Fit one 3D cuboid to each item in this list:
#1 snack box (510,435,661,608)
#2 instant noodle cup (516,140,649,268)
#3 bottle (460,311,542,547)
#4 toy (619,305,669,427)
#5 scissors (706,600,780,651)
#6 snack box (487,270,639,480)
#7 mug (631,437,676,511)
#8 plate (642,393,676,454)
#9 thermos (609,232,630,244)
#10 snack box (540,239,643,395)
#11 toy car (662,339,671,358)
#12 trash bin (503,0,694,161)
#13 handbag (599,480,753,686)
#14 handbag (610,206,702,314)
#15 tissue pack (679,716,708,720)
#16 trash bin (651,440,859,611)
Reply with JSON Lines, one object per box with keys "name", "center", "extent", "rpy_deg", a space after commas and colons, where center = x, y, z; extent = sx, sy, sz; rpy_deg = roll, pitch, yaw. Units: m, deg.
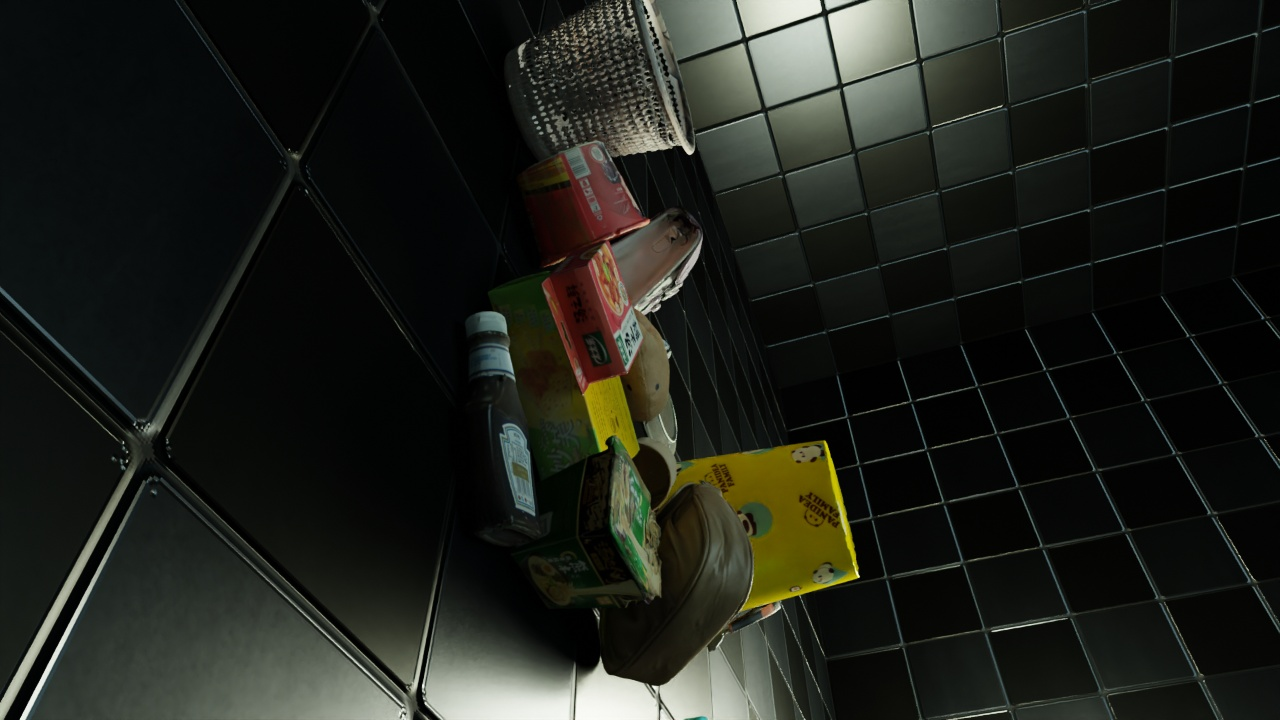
{"name": "snack box", "center": [-0.050, 0.153, 0.807], "extent": [0.118, 0.106, 0.117], "rpy_deg": [-89, 158, -54]}
{"name": "instant noodle cup", "center": [-0.071, -0.182, 1.054], "extent": [0.137, 0.138, 0.108], "rpy_deg": [-47, 115, -75]}
{"name": "bottle", "center": [-0.120, 0.052, 0.760], "extent": [0.080, 0.044, 0.194], "rpy_deg": [50, 27, -63]}
{"name": "toy", "center": [-0.006, 0.006, 1.075], "extent": [0.226, 0.082, 0.143], "rpy_deg": [165, -96, -79]}
{"name": "scissors", "center": [0.104, 0.352, 1.195], "extent": [0.227, 0.189, 0.015], "rpy_deg": [122, -51, -77]}
{"name": "snack box", "center": [-0.073, 0.017, 0.940], "extent": [0.157, 0.070, 0.210], "rpy_deg": [-26, 101, -77]}
{"name": "mug", "center": [-0.012, 0.118, 1.086], "extent": [0.124, 0.084, 0.103], "rpy_deg": [53, 6, 5]}
{"name": "plate", "center": [0.029, 0.074, 1.429], "extent": [0.179, 0.024, 0.179], "rpy_deg": [-14, 89, -78]}
{"name": "thermos", "center": [-0.059, -0.211, 1.235], "extent": [0.143, 0.093, 0.093], "rpy_deg": [-101, 169, -50]}
{"name": "snack box", "center": [-0.042, -0.045, 0.880], "extent": [0.127, 0.044, 0.113], "rpy_deg": [-67, 140, -68]}
{"name": "toy car", "center": [0.012, 0.008, 1.318], "extent": [0.034, 0.043, 0.091], "rpy_deg": [-31, 146, -56]}
{"name": "trash bin", "center": [-0.055, -0.341, 1.142], "extent": [0.227, 0.192, 0.227], "rpy_deg": [-14, 89, -77]}
{"name": "handbag", "center": [0.024, 0.219, 0.899], "extent": [0.099, 0.205, 0.147], "rpy_deg": [22, 33, -19]}
{"name": "handbag", "center": [0.015, -0.126, 1.212], "extent": [0.098, 0.145, 0.197], "rpy_deg": [47, 0, 1]}
{"name": "tissue pack", "center": [0.052, 0.457, 1.030], "extent": [0.133, 0.050, 0.093], "rpy_deg": [35, 43, -70]}
{"name": "trash bin", "center": [0.143, 0.223, 1.221], "extent": [0.229, 0.255, 0.229], "rpy_deg": [-14, 89, -78]}
